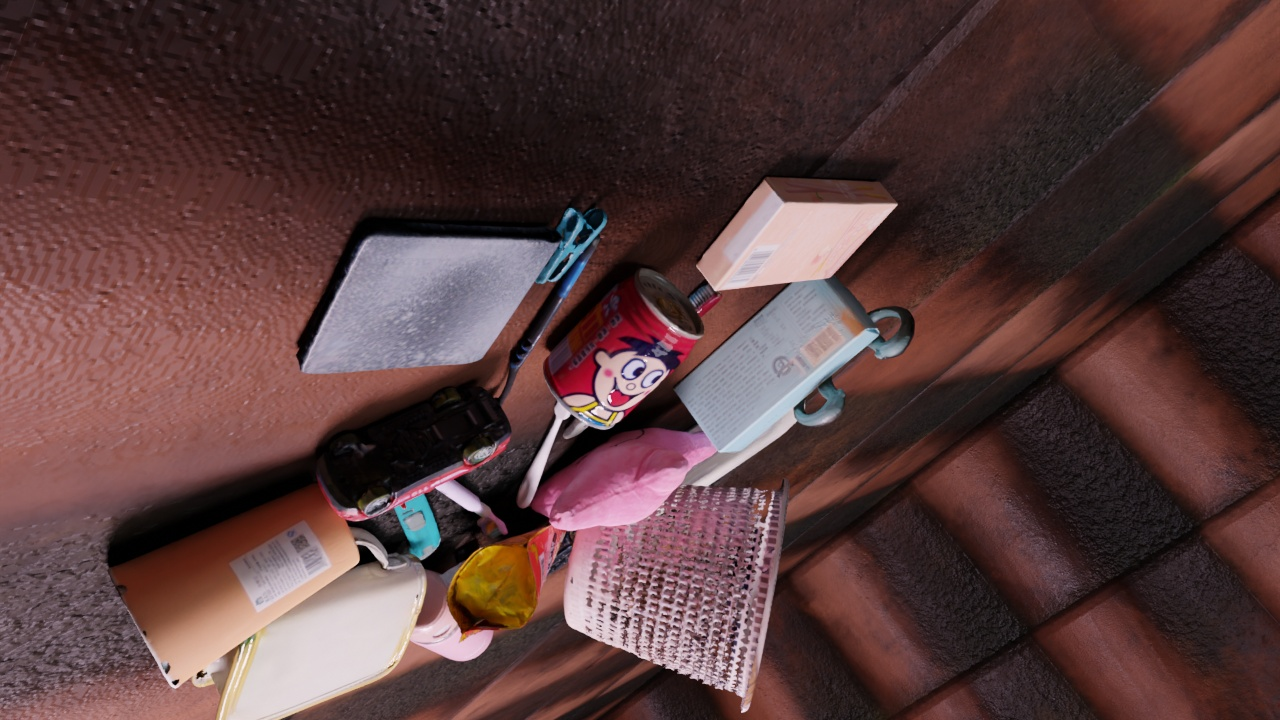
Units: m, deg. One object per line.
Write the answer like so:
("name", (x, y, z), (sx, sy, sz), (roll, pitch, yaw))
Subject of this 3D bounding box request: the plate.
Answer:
("plate", (0.086, 0.101, 1.032), (0.265, 0.034, 0.162), (-33, 159, -5))

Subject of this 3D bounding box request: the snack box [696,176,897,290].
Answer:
("snack box", (0.117, -0.093, 0.668), (0.157, 0.026, 0.085), (-11, 148, -47))

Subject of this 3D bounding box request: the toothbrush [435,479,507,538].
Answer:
("toothbrush", (-0.142, 0.115, 0.740), (0.189, 0.029, 0.021), (74, 32, -67))

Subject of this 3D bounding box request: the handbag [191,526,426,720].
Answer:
("handbag", (-0.245, 0.188, 0.706), (0.163, 0.063, 0.179), (-7, 131, -51))

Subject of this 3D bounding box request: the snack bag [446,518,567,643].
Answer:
("snack bag", (-0.108, 0.196, 0.856), (0.128, 0.073, 0.208), (-57, 173, 2))

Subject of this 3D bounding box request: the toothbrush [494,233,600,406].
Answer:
("toothbrush", (-0.071, -0.012, 0.579), (0.016, 0.014, 0.190), (10, 135, -30))

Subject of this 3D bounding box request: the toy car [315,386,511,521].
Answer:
("toy car", (-0.140, 0.060, 0.574), (0.120, 0.053, 0.045), (-23, 154, -27))

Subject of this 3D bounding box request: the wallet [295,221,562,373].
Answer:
("wallet", (-0.108, -0.033, 0.474), (0.120, 0.019, 0.097), (-7, 144, -49))

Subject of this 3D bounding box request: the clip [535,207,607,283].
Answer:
("clip", (-0.041, -0.064, 0.511), (0.048, 0.014, 0.057), (-10, 149, -52))

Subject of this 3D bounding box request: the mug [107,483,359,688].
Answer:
("mug", (-0.238, 0.127, 0.550), (0.122, 0.078, 0.078), (-29, 159, -29))

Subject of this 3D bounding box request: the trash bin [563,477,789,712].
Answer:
("trash bin", (0.034, 0.211, 0.911), (0.227, 0.192, 0.227), (12, 89, -82))

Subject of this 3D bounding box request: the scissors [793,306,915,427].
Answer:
("scissors", (0.194, -0.016, 0.838), (0.170, 0.019, 0.177), (-41, -164, 28))

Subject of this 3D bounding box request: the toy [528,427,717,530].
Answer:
("toy", (-0.026, 0.108, 0.804), (0.179, 0.074, 0.194), (-22, 179, 19))

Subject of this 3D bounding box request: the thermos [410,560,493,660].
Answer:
("thermos", (-0.183, 0.241, 0.888), (0.087, 0.067, 0.199), (-38, 159, -15))

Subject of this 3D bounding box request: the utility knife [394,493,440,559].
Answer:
("utility knife", (-0.175, 0.121, 0.709), (0.029, 0.013, 0.210), (-28, 158, -19))

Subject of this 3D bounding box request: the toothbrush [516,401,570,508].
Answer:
("toothbrush", (-0.079, 0.078, 0.761), (0.016, 0.016, 0.181), (-27, 158, -36))

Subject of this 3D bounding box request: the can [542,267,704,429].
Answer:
("can", (-0.011, -0.008, 0.603), (0.094, 0.066, 0.066), (-44, 157, 22))

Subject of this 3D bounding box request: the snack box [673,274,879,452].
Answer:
("snack box", (0.118, 0.001, 0.807), (0.175, 0.074, 0.051), (-43, 158, 20))

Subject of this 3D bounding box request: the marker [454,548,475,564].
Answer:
("marker", (-0.160, 0.207, 0.912), (0.022, 0.018, 0.131), (-14, 157, -2))

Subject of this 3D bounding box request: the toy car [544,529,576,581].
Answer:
("toy car", (-0.093, 0.209, 0.999), (0.105, 0.031, 0.049), (-36, 156, -5))

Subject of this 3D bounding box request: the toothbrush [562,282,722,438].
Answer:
("toothbrush", (-0.004, 0.004, 0.715), (0.188, 0.017, 0.016), (-44, 161, 28))
